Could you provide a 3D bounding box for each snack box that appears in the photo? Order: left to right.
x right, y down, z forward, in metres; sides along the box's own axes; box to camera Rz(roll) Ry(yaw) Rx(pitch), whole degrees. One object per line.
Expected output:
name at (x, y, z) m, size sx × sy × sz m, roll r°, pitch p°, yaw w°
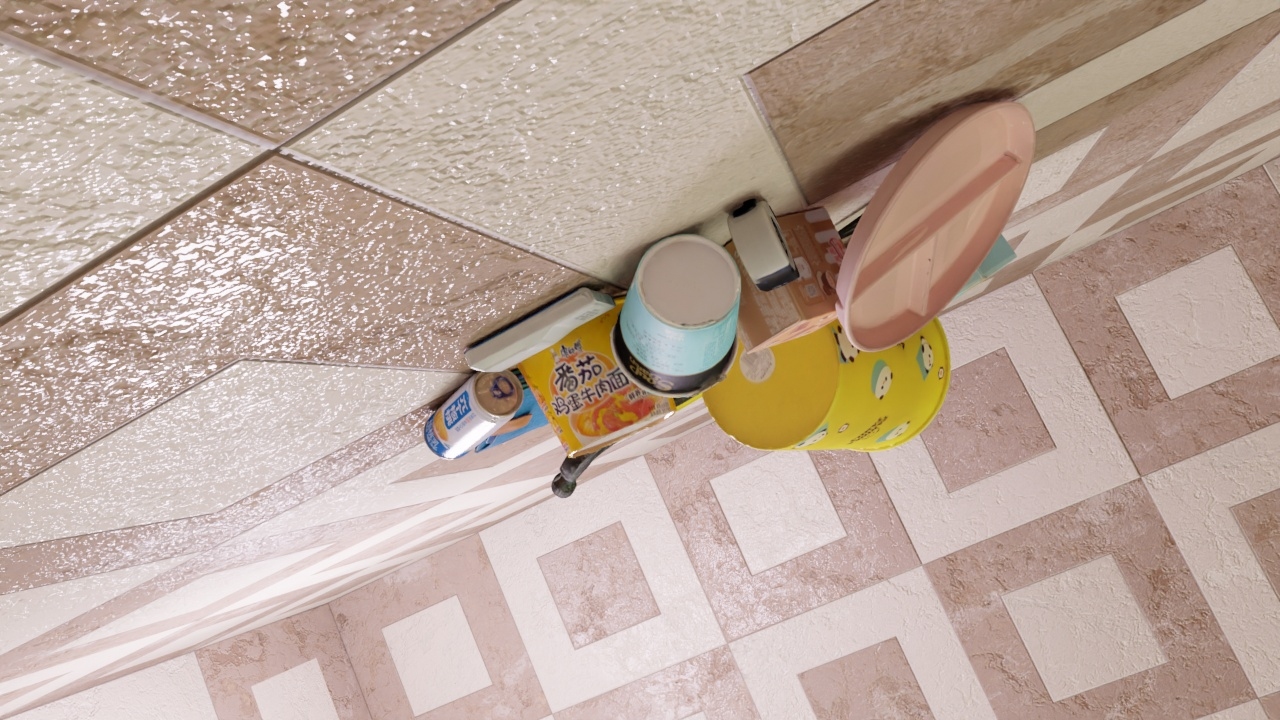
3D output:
snack box at (0.128, -0.070, 0.803) m, size 0.094 × 0.092 × 0.077 m, roll -18°, pitch 169°, yaw -38°
snack box at (0.359, -0.104, 1.025) m, size 0.074 × 0.051 × 0.174 m, roll -37°, pitch 172°, yaw 35°

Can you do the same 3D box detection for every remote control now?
remote control at (-0.082, -0.023, 0.746) m, size 0.125 × 0.024 × 0.049 m, roll -28°, pitch 171°, yaw 17°

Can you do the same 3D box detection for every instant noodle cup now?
instant noodle cup at (-0.037, 0.020, 0.839) m, size 0.138 × 0.109 × 0.138 m, roll -23°, pitch 171°, yaw -4°
instant noodle cup at (0.034, -0.039, 0.728) m, size 0.111 × 0.111 × 0.121 m, roll -23°, pitch 164°, yaw -11°

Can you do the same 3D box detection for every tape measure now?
tape measure at (0.092, -0.087, 0.694) m, size 0.034 × 0.065 × 0.066 m, roll -25°, pitch 173°, yaw 16°

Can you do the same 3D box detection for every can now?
can at (-0.161, 0.052, 0.879) m, size 0.053 × 0.053 × 0.135 m, roll -18°, pitch 169°, yaw -37°

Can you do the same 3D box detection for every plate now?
plate at (0.240, -0.108, 0.757) m, size 0.229 × 0.028 × 0.230 m, roll -31°, pitch 144°, yaw -26°

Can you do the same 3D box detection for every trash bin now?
trash bin at (0.214, 0.008, 1.102) m, size 0.230 × 0.229 × 0.254 m, roll -31°, pitch 163°, yaw 35°

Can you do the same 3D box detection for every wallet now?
wallet at (-0.121, 0.045, 0.963) m, size 0.106 × 0.040 × 0.133 m, roll -20°, pitch 159°, yaw -33°

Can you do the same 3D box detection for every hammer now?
hammer at (0.022, 0.068, 1.186) m, size 0.322 × 0.032 × 0.126 m, roll -28°, pitch 159°, yaw -40°

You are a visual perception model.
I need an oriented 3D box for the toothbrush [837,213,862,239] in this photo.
toothbrush at (0.234, -0.144, 0.863) m, size 0.213 × 0.027 × 0.026 m, roll -33°, pitch 174°, yaw 42°
